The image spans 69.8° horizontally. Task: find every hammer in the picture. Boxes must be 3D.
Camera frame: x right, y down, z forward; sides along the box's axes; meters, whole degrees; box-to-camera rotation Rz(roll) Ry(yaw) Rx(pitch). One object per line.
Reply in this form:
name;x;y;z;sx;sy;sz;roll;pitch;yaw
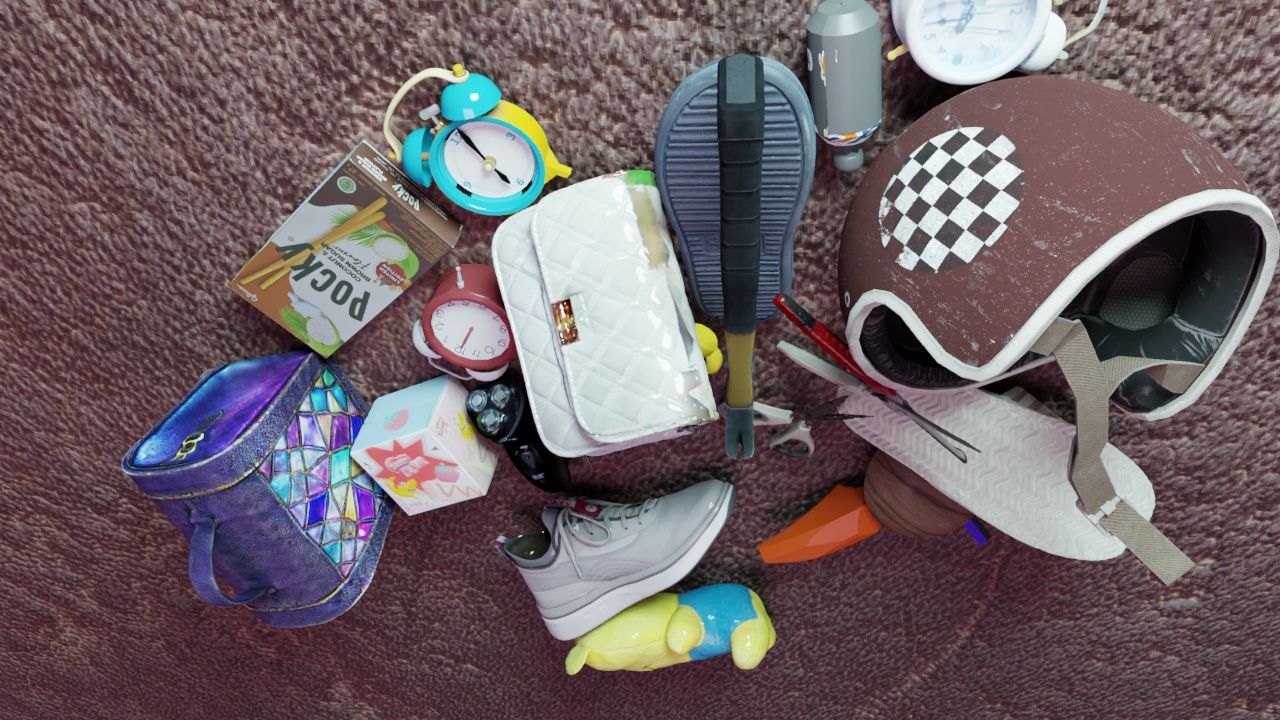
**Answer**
hammer;0.065;-0.046;0.602;0.025;0.117;0.334;0;146;6

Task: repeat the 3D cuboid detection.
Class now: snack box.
snack box;-0.197;0.079;0.858;0.093;0.079;0.095;-17;125;23
snack box;-0.244;-0.085;0.754;0.186;0.031;0.101;-33;118;32

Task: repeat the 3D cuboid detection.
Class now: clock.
clock;-0.143;-0.028;0.778;0.087;0.044;0.125;26;129;-12
clock;-0.121;-0.155;0.667;0.129;0.043;0.099;32;129;-26
clock;0.213;-0.214;0.550;0.125;0.051;0.089;-2;129;8

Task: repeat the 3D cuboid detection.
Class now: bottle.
bottle;0.133;-0.177;0.598;0.047;0.046;0.112;-3;130;13

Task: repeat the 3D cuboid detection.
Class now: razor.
razor;-0.109;0.077;0.850;0.053;0.063;0.140;-15;126;23

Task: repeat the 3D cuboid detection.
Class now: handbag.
handbag;-0.030;-0.029;0.672;0.139;0.072;0.195;-19;83;23
handbag;-0.331;0.118;0.821;0.126;0.221;0.205;-9;128;17

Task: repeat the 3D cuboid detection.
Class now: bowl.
bowl;0.260;0.112;0.806;0.119;0.032;0.119;-2;112;-6

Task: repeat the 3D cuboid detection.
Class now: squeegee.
squeegee;0.193;0.145;0.861;0.185;0.055;0.249;-32;119;22

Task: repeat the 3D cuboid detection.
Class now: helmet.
helmet;0.247;-0.042;0.560;0.233;0.253;0.234;11;121;-34

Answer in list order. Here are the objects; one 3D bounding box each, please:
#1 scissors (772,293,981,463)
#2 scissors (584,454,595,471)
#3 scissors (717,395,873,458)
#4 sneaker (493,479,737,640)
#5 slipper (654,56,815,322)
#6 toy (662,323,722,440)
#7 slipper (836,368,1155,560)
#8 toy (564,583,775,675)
scissors;0.161;0.012;0.694;0.199;0.179;0.015;40;85;-17
scissors;-0.067;0.042;0.808;0.165;0.014;0.142;56;157;-19
scissors;0.125;0.049;0.773;0.154;0.012;0.163;19;158;19
sneaker;-0.026;0.169;0.904;0.264;0.096;0.128;-35;104;26
slipper;0.067;-0.123;0.643;0.101;0.082;0.264;1;150;8
toy;-0.004;0.004;0.751;0.119;0.099;0.097;24;172;14
slipper;0.285;0.069;0.753;0.263;0.052;0.115;28;91;5
toy;0.033;0.282;0.971;0.214;0.084;0.149;-5;170;9
